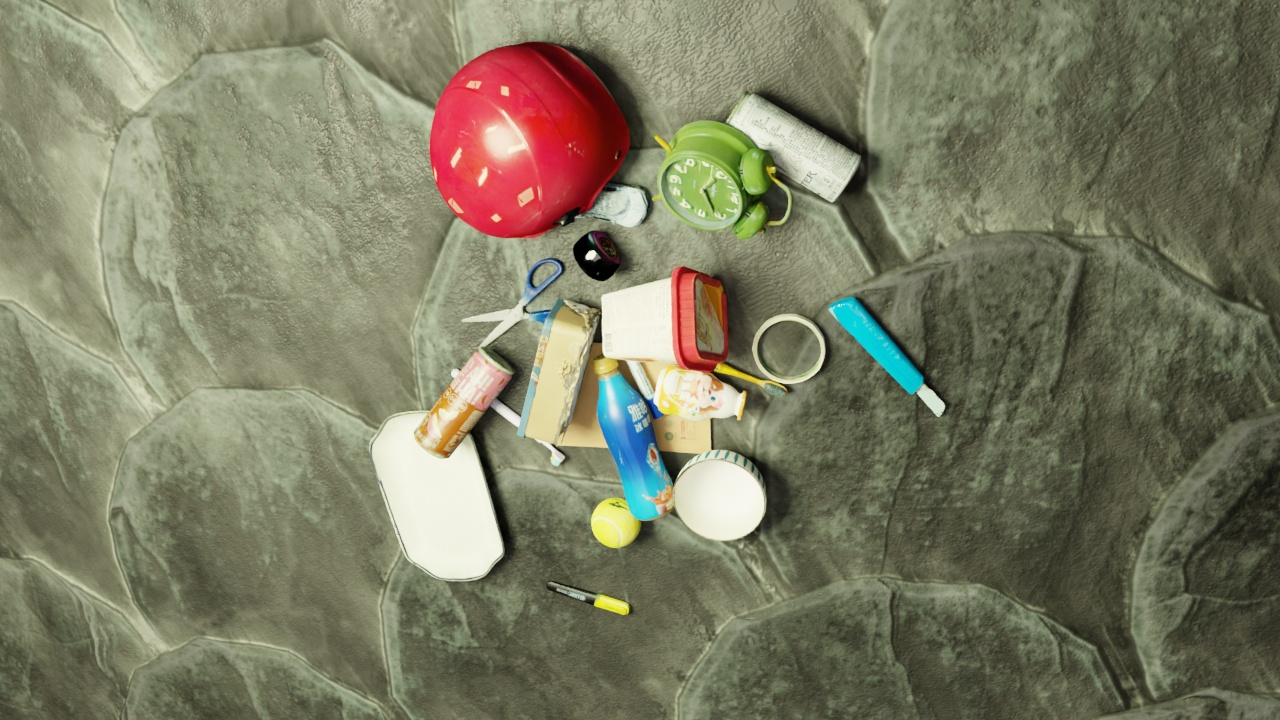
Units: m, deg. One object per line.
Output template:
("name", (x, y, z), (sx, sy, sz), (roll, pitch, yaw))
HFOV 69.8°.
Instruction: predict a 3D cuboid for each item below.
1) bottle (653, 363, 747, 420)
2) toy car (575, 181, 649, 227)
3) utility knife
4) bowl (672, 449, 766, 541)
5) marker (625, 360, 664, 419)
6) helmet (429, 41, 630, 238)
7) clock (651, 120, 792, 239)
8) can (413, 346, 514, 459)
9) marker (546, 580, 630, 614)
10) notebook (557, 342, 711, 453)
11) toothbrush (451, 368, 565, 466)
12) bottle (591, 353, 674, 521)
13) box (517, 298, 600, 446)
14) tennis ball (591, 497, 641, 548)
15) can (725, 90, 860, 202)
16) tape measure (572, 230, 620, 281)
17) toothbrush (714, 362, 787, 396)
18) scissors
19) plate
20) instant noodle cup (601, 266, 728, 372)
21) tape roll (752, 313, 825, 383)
("bottle", (0.073, 0.043, 1.114), (0.108, 0.063, 0.063), (13, 113, 8))
("toy car", (-0.042, -0.186, 1.079), (0.105, 0.031, 0.049), (10, 113, 9))
("utility knife", (0.294, -0.003, 1.075), (0.188, 0.018, 0.034), (46, 125, -7))
("bowl", (0.103, 0.162, 1.159), (0.116, 0.066, 0.116), (5, 113, 12))
("marker", (-0.007, 0.007, 1.143), (0.017, 0.016, 0.146), (-21, 104, 20))
("helmet", (-0.150, -0.233, 1.016), (0.207, 0.143, 0.241), (47, 118, 4))
("clock", (0.090, -0.192, 1.000), (0.161, 0.056, 0.116), (20, 146, 15))
("can", (-0.227, 0.055, 1.180), (0.058, 0.058, 0.147), (38, 95, -3))
("marker", (-0.075, 0.336, 1.298), (0.124, 0.015, 0.018), (15, 110, 9))
("notebook", (-0.013, 0.047, 1.175), (0.208, 0.008, 0.148), (2, 111, 13))
("toothbrush", (-0.177, 0.074, 1.220), (0.189, 0.029, 0.021), (40, 74, -2))
("bottle", (-0.013, 0.094, 1.151), (0.065, 0.065, 0.219), (-13, 108, 18))
("box", (-0.102, 0.021, 1.132), (0.061, 0.089, 0.185), (19, 113, 0))
("tennis ball", (-0.032, 0.214, 1.213), (0.065, 0.065, 0.065), (5, 112, 12))
("can", (0.163, -0.232, 0.996), (0.147, 0.058, 0.058), (30, 114, 0))
("tape measure", (-0.053, -0.123, 1.092), (0.039, 0.057, 0.058), (-33, 109, 23))
("toothbrush", (0.088, 0.007, 1.121), (0.191, 0.018, 0.016), (20, 111, 5))
("scissors", (-0.142, -0.060, 1.163), (0.160, 0.012, 0.164), (28, 116, 3))
("plate", (-0.277, 0.186, 1.278), (0.162, 0.034, 0.266), (-8, 109, 17))
("instant noodle cup", (0.026, -0.043, 1.070), (0.124, 0.116, 0.116), (-4, 85, 27))
("tape roll", (0.179, -0.014, 1.101), (0.086, 0.013, 0.086), (5, 112, 12))
